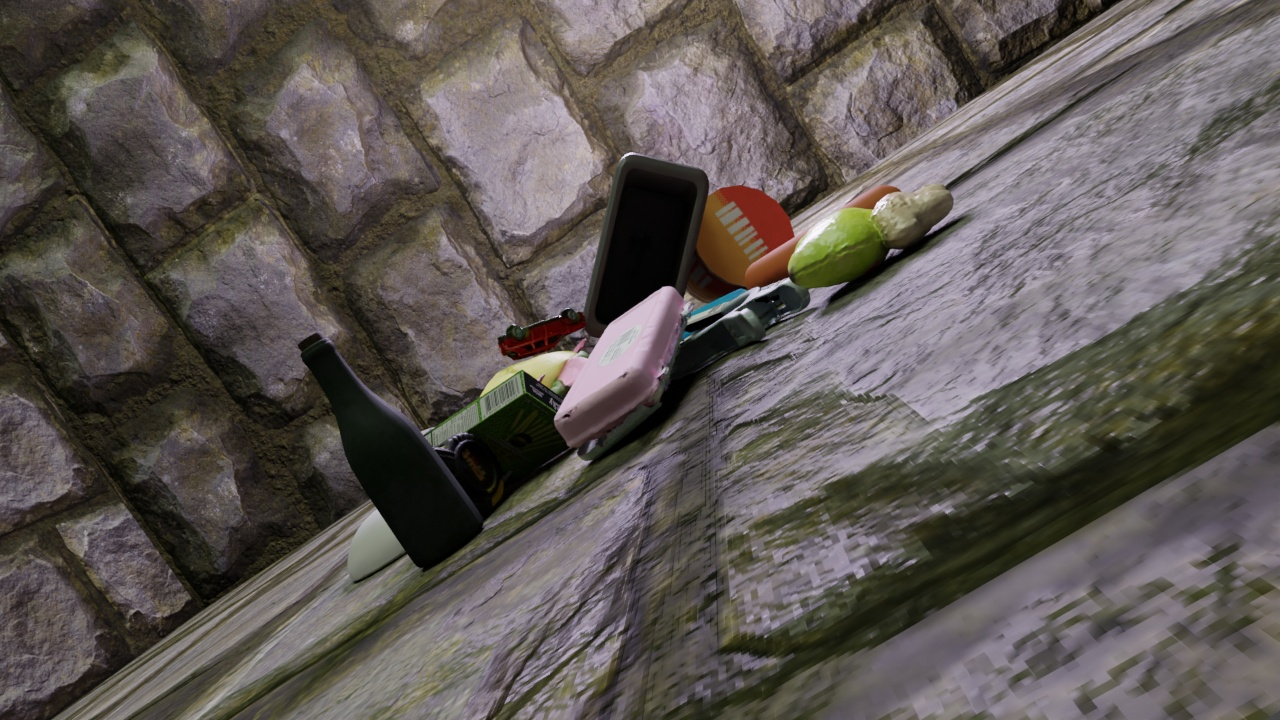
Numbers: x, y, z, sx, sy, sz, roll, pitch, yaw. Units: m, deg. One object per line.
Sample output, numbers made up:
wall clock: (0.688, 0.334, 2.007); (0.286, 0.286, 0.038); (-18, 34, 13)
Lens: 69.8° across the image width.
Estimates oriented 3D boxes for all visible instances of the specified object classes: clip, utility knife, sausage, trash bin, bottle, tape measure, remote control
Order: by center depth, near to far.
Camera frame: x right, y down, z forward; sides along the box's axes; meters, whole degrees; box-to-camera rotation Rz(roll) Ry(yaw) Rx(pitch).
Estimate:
bottle: (-0.177, 0.057, 0.628); (0.055, 0.174, 0.055); (-34, 4, 2)
tape measure: (-0.136, 0.088, 0.699); (0.038, 0.067, 0.062); (-32, 4, 24)
clip: (0.092, -0.042, 0.718); (0.142, 0.029, 0.172); (-38, 6, -28)
remote control: (0.092, -0.050, 0.799); (0.124, 0.012, 0.028); (-21, 9, 23)
sausage: (0.159, -0.101, 0.809); (0.165, 0.039, 0.044); (-31, 7, 34)
utility knife: (0.057, -0.034, 0.863); (0.158, 0.031, 0.015); (-28, -22, -30)
trash bin: (0.002, -0.118, 1.040); (0.220, 0.097, 0.192); (-109, 32, -85)

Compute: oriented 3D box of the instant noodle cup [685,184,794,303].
instant noodle cup: (0.106, -0.130, 1.118); (0.123, 0.123, 0.121); (-35, -4, -19)

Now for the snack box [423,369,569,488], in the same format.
snack box: (-0.126, 0.072, 0.753); (0.148, 0.080, 0.025); (-32, 46, 18)

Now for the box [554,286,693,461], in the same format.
box: (-0.003, 0.003, 0.668); (0.086, 0.044, 0.201); (-35, 12, 20)

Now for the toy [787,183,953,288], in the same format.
toy: (0.154, -0.085, 0.618); (0.115, 0.046, 0.092); (-25, 7, 18)

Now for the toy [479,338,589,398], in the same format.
toy: (-0.109, 0.044, 0.889); (0.189, 0.087, 0.239); (-41, 3, -25)

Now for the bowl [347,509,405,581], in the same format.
bowl: (-0.216, 0.144, 0.857); (0.149, 0.043, 0.149); (-34, 4, 2)

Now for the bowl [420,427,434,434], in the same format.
bowl: (-0.223, 0.111, 0.971); (0.115, 0.059, 0.116); (-29, -14, -8)

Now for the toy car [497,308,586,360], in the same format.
toy car: (-0.098, -0.027, 0.920); (0.091, 0.036, 0.042); (-23, -1, -7)

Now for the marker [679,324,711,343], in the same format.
marker: (0.055, -0.020, 0.827); (0.133, 0.017, 0.020); (-35, -15, -20)
